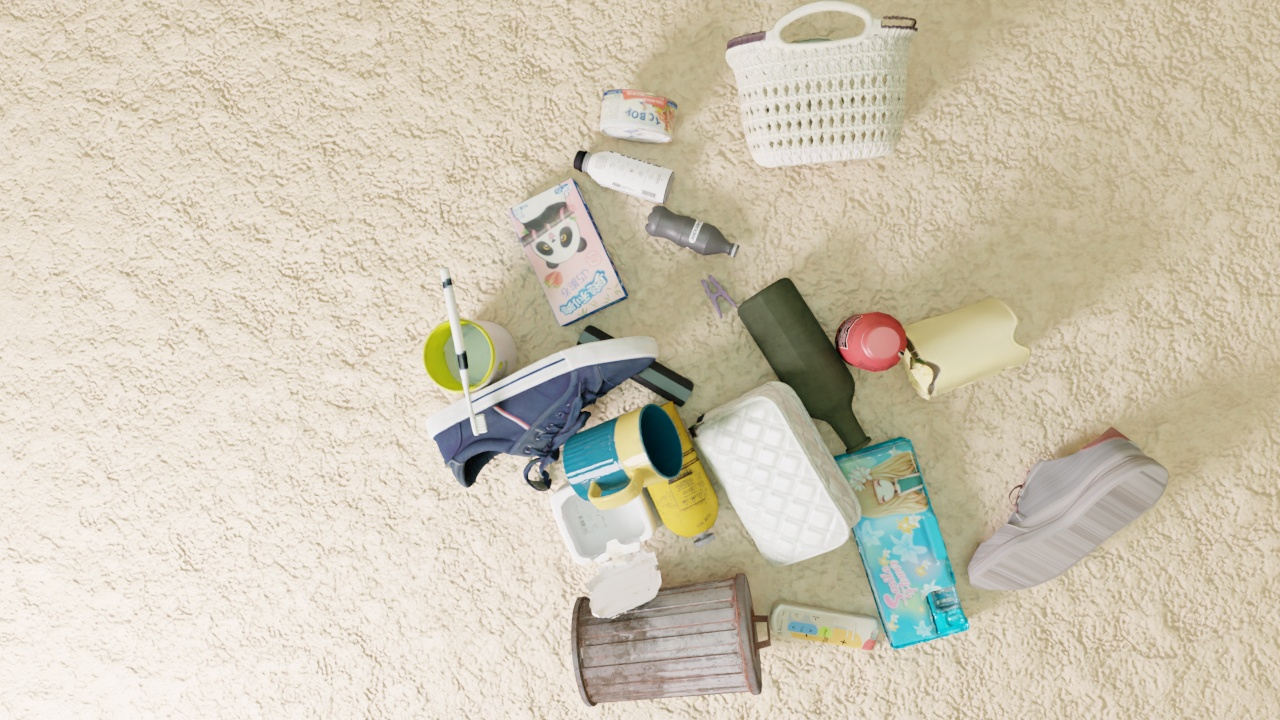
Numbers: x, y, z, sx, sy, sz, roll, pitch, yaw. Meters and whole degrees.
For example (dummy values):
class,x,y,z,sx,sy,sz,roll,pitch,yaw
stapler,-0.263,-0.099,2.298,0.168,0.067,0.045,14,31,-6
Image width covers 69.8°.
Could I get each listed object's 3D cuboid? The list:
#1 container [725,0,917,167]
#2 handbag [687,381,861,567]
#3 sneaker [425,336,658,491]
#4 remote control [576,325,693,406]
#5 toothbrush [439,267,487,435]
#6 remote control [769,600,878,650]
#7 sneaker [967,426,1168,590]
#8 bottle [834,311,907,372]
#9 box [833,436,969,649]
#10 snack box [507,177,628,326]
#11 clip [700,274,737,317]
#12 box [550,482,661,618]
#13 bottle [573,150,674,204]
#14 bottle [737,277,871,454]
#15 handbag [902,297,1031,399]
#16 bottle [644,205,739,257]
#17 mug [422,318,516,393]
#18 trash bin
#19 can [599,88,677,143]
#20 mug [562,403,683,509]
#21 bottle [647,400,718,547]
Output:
class,x,y,z,sx,sy,sz,roll,pitch,yaw
container,0.183,-0.274,0.943,0.185,0.251,0.143,-2,101,9
handbag,0.152,0.127,1.029,0.139,0.072,0.195,-31,88,38
sneaker,-0.099,0.069,1.046,0.295,0.120,0.127,-26,78,16
remote control,-0.006,0.006,1.083,0.147,0.015,0.033,30,95,5
toothbrush,-0.193,-0.011,1.000,0.017,0.012,0.187,-12,91,-6
remote control,0.214,0.308,1.066,0.125,0.018,0.038,9,93,5
sneaker,0.450,0.160,1.006,0.099,0.089,0.237,32,118,-28
bottle,0.244,-0.020,0.969,0.062,0.176,0.062,0,92,7
box,0.294,0.206,1.041,0.094,0.039,0.227,-18,90,8
snack box,-0.085,-0.126,1.079,0.088,0.033,0.154,-25,89,8
clip,0.091,-0.077,1.070,0.033,0.013,0.051,-31,86,6
box,-0.031,0.209,1.056,0.111,0.101,0.189,-24,68,8
bottle,-0.021,-0.217,1.064,0.116,0.041,0.041,18,94,6
bottle,0.190,0.010,1.030,0.071,0.071,0.207,-32,88,7
handbag,0.344,-0.010,0.991,0.119,0.111,0.081,-19,98,8
bottle,0.061,-0.145,1.058,0.110,0.036,0.036,22,94,6
mug,-0.195,-0.006,1.060,0.082,0.106,0.082,0,91,7
trash bin,0.040,0.315,1.033,0.211,0.130,0.131,-9,91,9
can,-0.003,-0.275,1.037,0.086,0.086,0.043,8,93,7
mug,-0.023,0.111,0.978,0.107,0.113,0.083,-20,121,27
bottle,0.040,0.135,1.054,0.071,0.071,0.164,-25,89,7
